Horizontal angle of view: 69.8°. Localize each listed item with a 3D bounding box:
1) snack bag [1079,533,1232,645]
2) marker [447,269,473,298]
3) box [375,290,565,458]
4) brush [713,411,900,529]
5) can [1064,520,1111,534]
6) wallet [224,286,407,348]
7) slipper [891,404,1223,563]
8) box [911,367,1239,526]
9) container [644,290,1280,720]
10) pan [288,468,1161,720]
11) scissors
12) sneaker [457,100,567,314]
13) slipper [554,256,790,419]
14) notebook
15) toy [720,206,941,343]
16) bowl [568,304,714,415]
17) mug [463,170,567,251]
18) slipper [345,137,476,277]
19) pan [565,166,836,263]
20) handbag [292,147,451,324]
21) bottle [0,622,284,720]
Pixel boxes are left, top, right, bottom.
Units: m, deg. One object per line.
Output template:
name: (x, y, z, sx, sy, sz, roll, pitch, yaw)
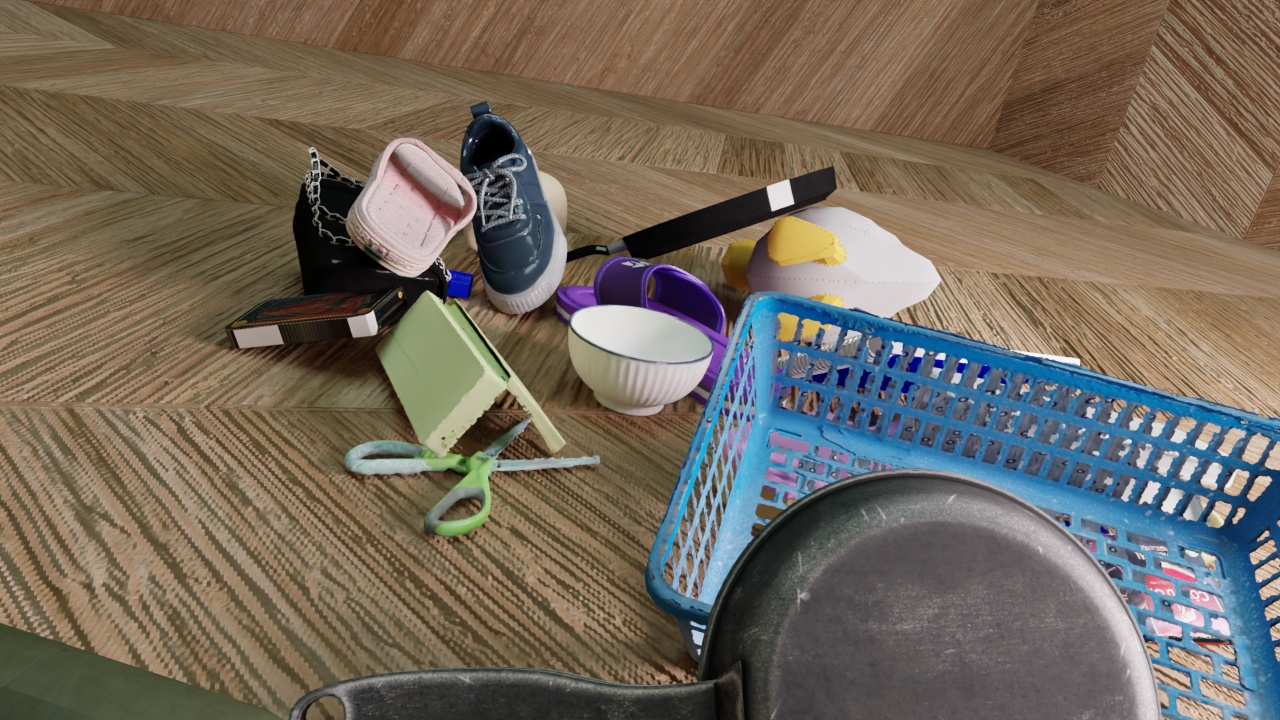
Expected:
snack bag: (0.309, 0.146, 0.591, 0.155, 0.018, 0.074, 5, 48, -15)
marker: (-0.232, -0.084, 0.894, 0.133, 0.023, 0.027, 11, 30, -3)
box: (-0.135, 0.017, 0.667, 0.083, 0.091, 0.188, -34, 28, -8)
brush: (0.157, 0.072, 0.674, 0.228, 0.043, 0.089, -8, 30, -33)
can: (0.277, 0.126, 0.631, 0.095, 0.032, 0.032, 4, 24, -19)
wallet: (-0.251, -0.034, 0.717, 0.123, 0.019, 0.072, -4, 25, 13)
slipper: (0.330, 0.075, 0.725, 0.262, 0.079, 0.111, 22, 28, 24)
box: (0.297, 0.045, 0.637, 0.215, 0.083, 0.122, 7, 46, -2)
container: (0.202, 0.105, 0.499, 0.362, 0.089, 0.256, 16, 41, 9)
pan: (0.033, 0.138, 0.367, 0.357, 0.187, 0.055, -2, -16, -1)
scissors: (-0.112, 0.066, 0.607, 0.160, 0.025, 0.171, 9, 18, 10)
sneaker: (-0.135, -0.156, 0.913, 0.089, 0.087, 0.235, -19, 58, 5)
slipper: (0.032, -0.044, 0.847, 0.107, 0.084, 0.267, -9, 30, -41)
notebook: (0.224, 0.007, 0.774, 0.171, 0.022, 0.209, 7, -8, -13)
toy: (0.191, -0.093, 0.981, 0.247, 0.141, 0.267, 5, 10, 16)
bowl: (-0.004, 0.004, 0.744, 0.118, 0.062, 0.118, 10, 22, -4)
mug: (-0.141, -0.164, 1.027, 0.120, 0.100, 0.096, -6, 28, -36)
slipper: (-0.187, -0.146, 0.794, 0.094, 0.064, 0.239, 38, 19, -20)
pan: (0.029, -0.130, 0.951, 0.356, 0.034, 0.225, -18, 7, 5)
handbag: (-0.235, -0.112, 0.817, 0.125, 0.115, 0.153, 3, 34, -29)
bottle: (-0.171, 0.146, 0.312, 0.207, 0.071, 0.071, 15, 23, 7)
